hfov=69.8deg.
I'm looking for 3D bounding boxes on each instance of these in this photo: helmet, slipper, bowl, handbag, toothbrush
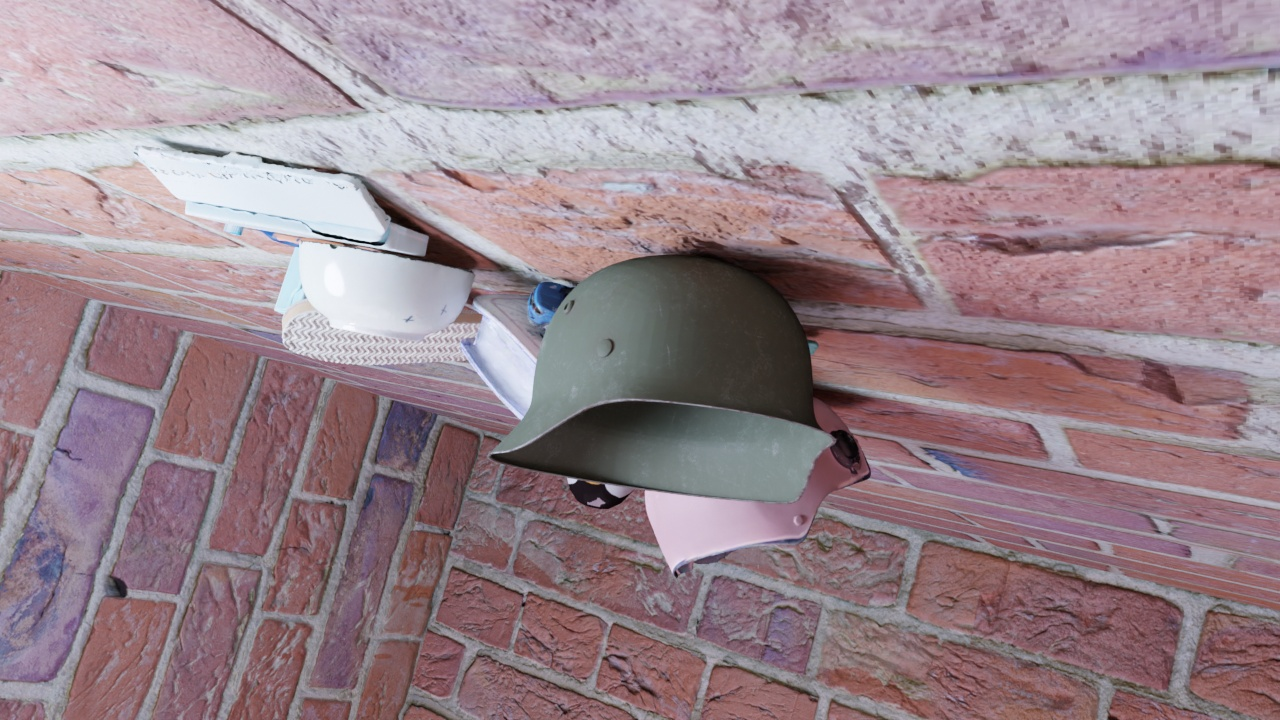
[{"bbox_3d":[0.109,0.109,0.982,0.254,0.152,0.231,-29,179,-41],"label":"helmet"},{"bbox_3d":[-0.239,-0.043,0.959,0.262,0.052,0.115,2,149,-37],"label":"slipper"},{"bbox_3d":[-0.229,-0.059,0.820,0.153,0.073,0.153,9,180,0],"label":"bowl"},{"bbox_3d":[0.022,0.008,0.644,0.226,0.153,0.268,14,167,-27],"label":"helmet"},{"bbox_3d":[-0.073,0.005,0.821,0.126,0.069,0.158,-3,-147,-43],"label":"handbag"},{"bbox_3d":[-0.350,-0.120,0.902,0.135,0.017,0.021,14,173,10],"label":"toothbrush"}]

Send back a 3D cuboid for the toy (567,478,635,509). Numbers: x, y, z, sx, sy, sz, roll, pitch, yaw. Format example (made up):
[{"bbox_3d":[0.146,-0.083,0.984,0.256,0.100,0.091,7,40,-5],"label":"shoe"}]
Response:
[{"bbox_3d":[-0.040,0.115,1.277,0.159,0.184,0.140,13,171,14],"label":"toy"}]

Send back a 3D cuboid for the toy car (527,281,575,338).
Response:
[{"bbox_3d":[-0.038,-0.037,0.796,0.120,0.056,0.044,17,126,-13],"label":"toy car"}]

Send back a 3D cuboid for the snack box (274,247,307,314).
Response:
[{"bbox_3d":[-0.303,-0.060,1.002,0.053,0.075,0.174,7,167,39],"label":"snack box"}]

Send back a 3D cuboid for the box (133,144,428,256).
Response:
[{"bbox_3d":[-0.284,-0.121,0.735,0.197,0.044,0.136,10,169,13],"label":"box"}]

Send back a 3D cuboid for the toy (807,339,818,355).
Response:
[{"bbox_3d":[0.090,-0.019,0.771,0.105,0.033,0.085,19,159,-16],"label":"toy"}]
